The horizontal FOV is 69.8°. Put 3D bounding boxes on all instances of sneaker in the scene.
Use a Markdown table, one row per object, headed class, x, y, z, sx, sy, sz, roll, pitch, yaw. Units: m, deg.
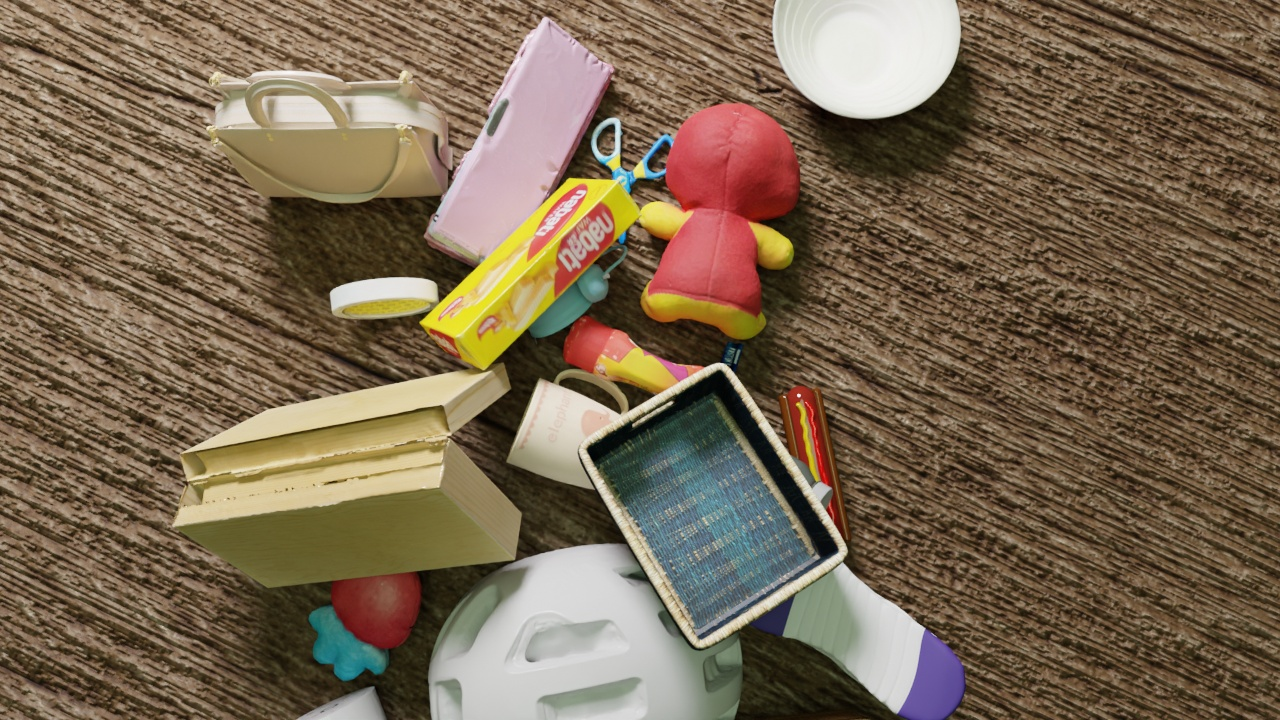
| class | x | y | z | sx | sy | sz | roll | pitch | yaw |
| --- | --- | --- | --- | --- | --- | --- | --- | --- | --- |
| sneaker | 0.170 | 0.222 | 0.812 | 0.244 | 0.111 | 0.092 | 32 | 87 | 22 |

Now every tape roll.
| class | x | y | z | sx | sy | sz | roll | pitch | yaw |
| --- | --- | --- | --- | --- | --- | --- | --- | --- | --- |
| tape roll | -0.230 | -0.055 | 0.828 | 0.094 | 0.094 | 0.019 | -8 | 84 | -2 |

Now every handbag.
| class | x | y | z | sx | sy | sz | roll | pitch | yaw |
| --- | --- | --- | --- | --- | --- | --- | --- | --- | --- |
| handbag | -0.269 | -0.203 | 0.789 | 0.194 | 0.198 | 0.101 | -1 | 84 | -1 |

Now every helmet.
| class | x | y | z | sx | sy | sz | roll | pitch | yaw |
| --- | --- | --- | --- | --- | --- | --- | --- | --- | --- |
| helmet | -0.039 | 0.279 | 0.799 | 0.282 | 0.184 | 0.224 | 0 | 88 | -22 |

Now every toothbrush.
| class | x | y | z | sx | sy | sz | roll | pitch | yaw |
| --- | --- | --- | --- | --- | --- | --- | --- | --- | --- |
| toothbrush | 0.063 | 0.073 | 0.861 | 0.017 | 0.016 | 0.190 | 16 | 84 | 8 |

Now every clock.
| class | x | y | z | sx | sy | sz | roll | pitch | yaw |
| --- | --- | --- | --- | --- | --- | --- | --- | --- | --- |
| clock | -0.061 | -0.066 | 0.840 | 0.123 | 0.087 | 0.042 | -37 | 114 | -3 |

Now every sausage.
| class | x | y | z | sx | sy | sz | roll | pitch | yaw |
| --- | --- | --- | --- | --- | --- | --- | --- | --- | --- |
| sausage | 0.161 | 0.100 | 0.848 | 0.040 | 0.040 | 0.155 | -11 | 85 | -2 |

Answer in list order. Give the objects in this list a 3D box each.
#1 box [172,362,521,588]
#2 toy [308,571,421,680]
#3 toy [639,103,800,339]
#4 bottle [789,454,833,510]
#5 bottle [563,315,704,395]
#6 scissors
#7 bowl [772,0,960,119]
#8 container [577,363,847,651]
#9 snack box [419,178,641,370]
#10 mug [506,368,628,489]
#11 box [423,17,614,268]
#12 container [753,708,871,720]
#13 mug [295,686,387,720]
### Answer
| class | x | y | z | sx | sy | sz | roll | pitch | yaw |
| --- | --- | --- | --- | --- | --- | --- | --- | --- | --- |
| box | -0.239 | 0.091 | 0.756 | 0.249 | 0.142 | 0.179 | -11 | 70 | 17 |
| toy | -0.244 | 0.226 | 0.820 | 0.092 | 0.062 | 0.133 | 37 | 103 | 22 |
| toy | 0.077 | -0.133 | 0.844 | 0.147 | 0.099 | 0.216 | 12 | 89 | -8 |
| bottle | 0.113 | 0.107 | 0.820 | 0.108 | 0.060 | 0.060 | 29 | 84 | 25 |
| bottle | -0.005 | 0.005 | 0.838 | 0.134 | 0.071 | 0.048 | 24 | 87 | 2 |
| scissors | -0.026 | -0.177 | 0.884 | 0.109 | 0.018 | 0.131 | 38 | 85 | 7 |
| bowl | 0.209 | -0.307 | 0.879 | 0.176 | 0.058 | 0.176 | 0 | 84 | -2 |
| container | 0.054 | 0.118 | 0.744 | 0.145 | 0.071 | 0.187 | -30 | 76 | -9 |
| snack box | -0.096 | -0.081 | 0.808 | 0.200 | 0.092 | 0.042 | -46 | 120 | -15 |
| mug | -0.054 | 0.060 | 0.834 | 0.104 | 0.085 | 0.111 | 23 | 55 | -7 |
| box | -0.113 | -0.197 | 0.851 | 0.099 | 0.080 | 0.232 | 28 | 84 | 2 |
| container | 0.149 | 0.346 | 0.812 | 0.114 | 0.061 | 0.063 | -6 | 85 | -2 |
| mug | -0.268 | 0.354 | 0.801 | 0.120 | 0.083 | 0.096 | -25 | 85 | 25 |
